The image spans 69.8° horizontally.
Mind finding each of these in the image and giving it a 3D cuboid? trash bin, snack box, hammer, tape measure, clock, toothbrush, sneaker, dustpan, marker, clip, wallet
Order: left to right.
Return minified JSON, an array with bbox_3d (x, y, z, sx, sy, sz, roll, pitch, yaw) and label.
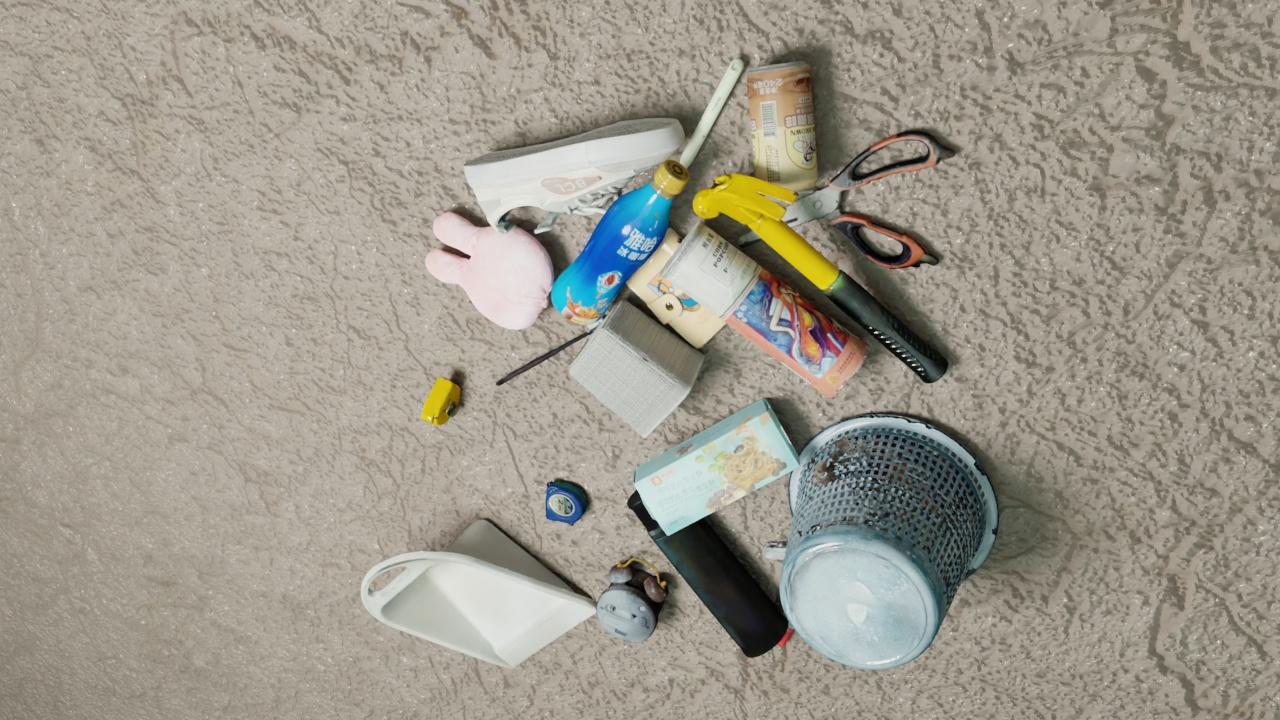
[{"bbox_3d":[-0.245,0.054,1.145,0.029,0.057,0.060,25,82,11],"label":"tape measure"},{"bbox_3d":[-0.235,0.335,1.238,0.258,0.142,0.223,46,123,-4],"label":"dustpan"},{"bbox_3d":[-0.109,-0.010,1.084,0.181,0.015,0.018,-30,96,30],"label":"toothbrush"},{"bbox_3d":[-0.095,0.182,1.171,0.054,0.025,0.058,12,123,14],"label":"tape measure"},{"bbox_3d":[-0.064,-0.182,0.935,0.243,0.089,0.091,-7,115,25],"label":"sneaker"},{"bbox_3d":[-0.008,0.306,1.182,0.082,0.055,0.122,21,120,12],"label":"clock"},{"bbox_3d":[0.045,-0.075,0.986,0.115,0.024,0.087,42,118,-5],"label":"wallet"},{"bbox_3d":[0.053,-0.214,0.911,0.029,0.020,0.190,37,123,9],"label":"toothbrush"},{"bbox_3d":[0.083,0.119,1.020,0.175,0.051,0.074,-30,103,10],"label":"snack box"},{"bbox_3d":[0.172,0.227,1.091,0.058,0.043,0.027,-4,117,32],"label":"clip"},{"bbox_3d":[0.198,0.298,1.119,0.017,0.017,0.145,27,122,7],"label":"marker"},{"bbox_3d":[0.185,-0.077,0.885,0.300,0.129,0.032,38,81,-15],"label":"hammer"},{"bbox_3d":[0.237,0.194,0.933,0.227,0.194,0.227,10,115,22],"label":"trash bin"}]

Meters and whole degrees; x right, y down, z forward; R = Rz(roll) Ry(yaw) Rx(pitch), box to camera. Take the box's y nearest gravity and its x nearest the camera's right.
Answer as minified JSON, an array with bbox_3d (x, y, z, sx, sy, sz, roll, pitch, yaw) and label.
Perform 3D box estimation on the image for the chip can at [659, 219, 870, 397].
[{"bbox_3d":[0.125,-0.051,0.928,0.214,0.071,0.071,36,123,-5],"label":"chip can"}]

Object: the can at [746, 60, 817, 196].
[{"bbox_3d":[0.132,-0.214,0.849,0.059,0.058,0.116,-1,107,22],"label":"can"}]

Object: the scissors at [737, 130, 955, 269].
[{"bbox_3d":[0.196,-0.153,0.889,0.227,0.015,0.189,31,123,4],"label":"scissors"}]

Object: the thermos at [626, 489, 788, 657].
[{"bbox_3d":[0.088,0.242,1.102,0.090,0.068,0.242,-31,101,37],"label":"thermos"}]

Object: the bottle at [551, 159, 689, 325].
[{"bbox_3d":[-0.020,-0.120,0.942,0.065,0.065,0.219,40,133,-2],"label":"bottle"}]

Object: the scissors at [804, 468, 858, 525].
[{"bbox_3d":[0.253,0.204,1.051,0.159,0.014,0.181,6,116,19],"label":"scissors"}]

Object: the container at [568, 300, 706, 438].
[{"bbox_3d":[-0.006,0.006,1.001,0.114,0.090,0.090,38,123,-6],"label":"container"}]

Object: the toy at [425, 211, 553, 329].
[{"bbox_3d":[-0.170,-0.105,1.037,0.159,0.054,0.121,29,122,11],"label":"toy"}]
